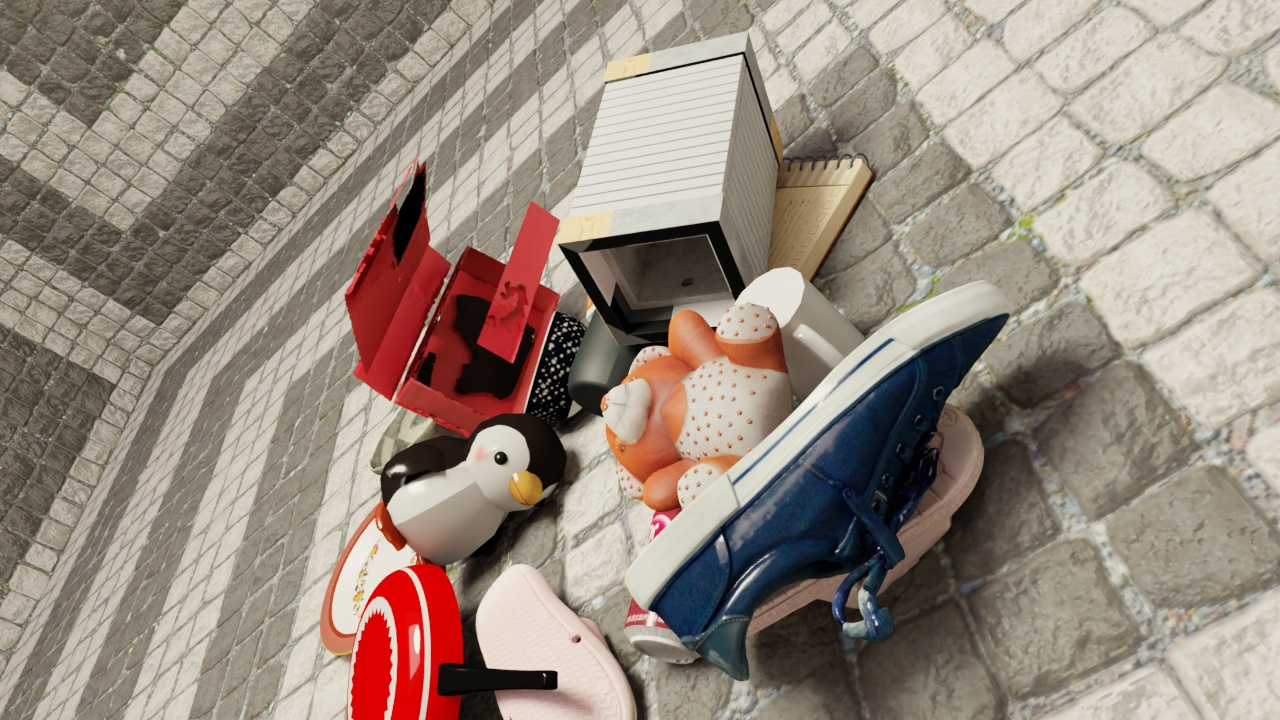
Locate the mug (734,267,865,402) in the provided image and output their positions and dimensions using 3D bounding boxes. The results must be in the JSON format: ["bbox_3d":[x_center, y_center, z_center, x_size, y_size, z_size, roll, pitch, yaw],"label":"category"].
[{"bbox_3d":[0.132,-0.013,0.725,0.073,0.089,0.105,-50,31,3],"label":"mug"}]

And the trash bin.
[{"bbox_3d":[0.039,-0.161,0.861,0.143,0.142,0.246,-5,52,22],"label":"trash bin"}]

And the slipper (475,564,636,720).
[{"bbox_3d":[-0.075,0.252,0.758,0.107,0.055,0.221,-53,40,1],"label":"slipper"}]

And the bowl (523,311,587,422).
[{"bbox_3d":[-0.078,0.013,0.989,0.120,0.066,0.120,-166,93,-86],"label":"bowl"}]

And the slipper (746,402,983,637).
[{"bbox_3d":[0.129,0.121,0.617,0.239,0.064,0.094,-34,36,4],"label":"slipper"}]

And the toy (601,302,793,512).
[{"bbox_3d":[0.033,0.041,0.699,0.173,0.092,0.163,-8,68,51],"label":"toy"}]

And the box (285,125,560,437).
[{"bbox_3d":[-0.237,-0.066,1.002,0.121,0.318,0.210,-17,43,34],"label":"box"}]

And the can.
[{"bbox_3d":[0.030,0.167,0.700,0.063,0.063,0.113,-19,44,43],"label":"can"}]

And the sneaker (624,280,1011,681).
[{"bbox_3d":[0.136,0.075,0.545,0.294,0.121,0.127,-43,70,-8],"label":"sneaker"}]

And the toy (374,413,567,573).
[{"bbox_3d":[-0.166,0.116,0.949,0.184,0.159,0.140,-29,40,5],"label":"toy"}]

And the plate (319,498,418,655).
[{"bbox_3d":[-0.307,0.246,1.105,0.230,0.021,0.229,-34,35,28],"label":"plate"}]

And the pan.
[{"bbox_3d":[-0.178,0.274,0.790,0.357,0.067,0.208,-28,57,54],"label":"pan"}]

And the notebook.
[{"bbox_3d":[0.120,-0.138,0.939,0.226,0.024,0.167,16,72,57],"label":"notebook"}]

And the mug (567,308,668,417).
[{"bbox_3d":[-0.005,0.005,0.911,0.122,0.085,0.094,9,61,23],"label":"mug"}]

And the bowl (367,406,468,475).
[{"bbox_3d":[-0.249,0.086,1.133,0.179,0.081,0.178,-40,21,18],"label":"bowl"}]

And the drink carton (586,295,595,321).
[{"bbox_3d":[-0.014,-0.091,1.024,0.123,0.040,0.058,-46,30,37],"label":"drink carton"}]
